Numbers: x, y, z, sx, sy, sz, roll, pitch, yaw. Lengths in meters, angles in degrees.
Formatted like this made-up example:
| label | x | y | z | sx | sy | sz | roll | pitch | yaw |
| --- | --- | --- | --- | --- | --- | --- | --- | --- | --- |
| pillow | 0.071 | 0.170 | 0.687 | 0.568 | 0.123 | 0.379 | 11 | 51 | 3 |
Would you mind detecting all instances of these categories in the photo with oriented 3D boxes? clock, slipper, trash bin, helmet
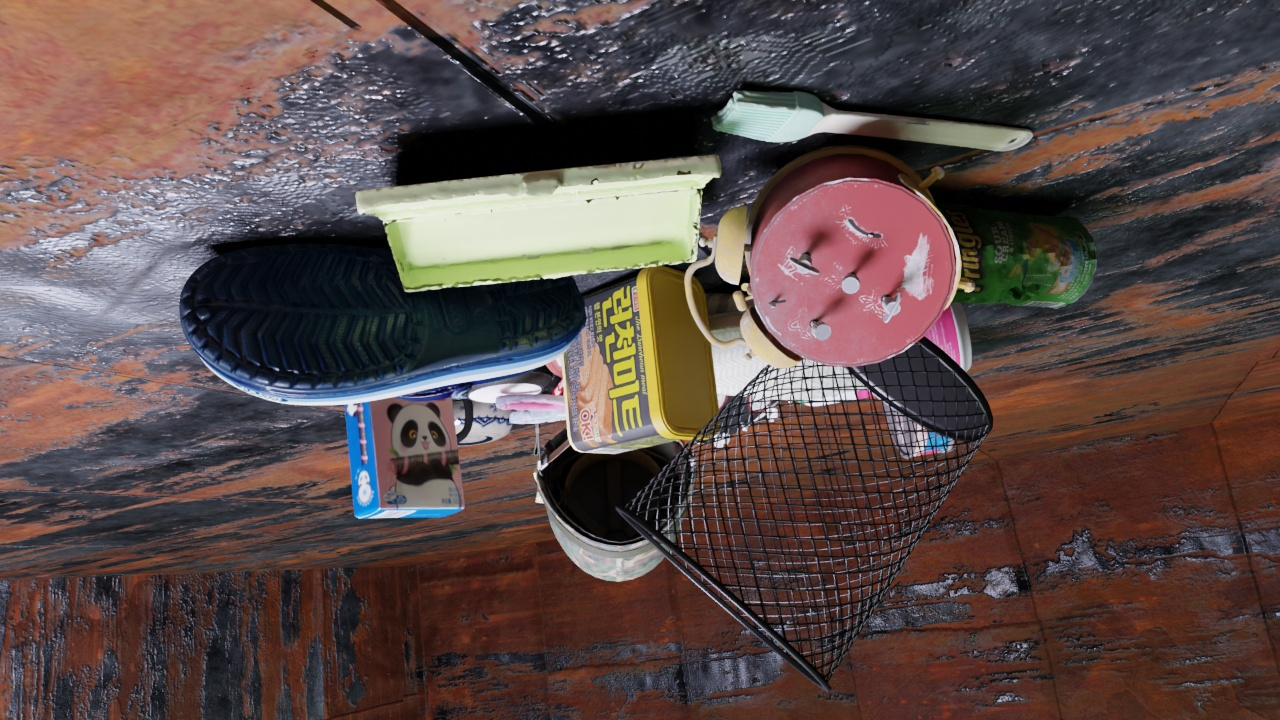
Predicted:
| label | x | y | z | sx | sy | sz | roll | pitch | yaw |
| --- | --- | --- | --- | --- | --- | --- | --- | --- | --- |
| clock | -0.125 | 0.014 | 0.857 | 0.091 | 0.043 | 0.122 | -12 | 165 | 16 |
| clock | 0.103 | 0.053 | 1.001 | 0.114 | 0.065 | 0.155 | -26 | 158 | -9 |
| slipper | 0.078 | -0.011 | 0.795 | 0.273 | 0.053 | 0.114 | -2 | 146 | 28 |
| clock | 0.103 | -0.051 | 0.530 | 0.159 | 0.117 | 0.081 | -18 | -158 | 15 |
| trash bin | 0.121 | 0.083 | 0.638 | 0.210 | 0.184 | 0.184 | -49 | 169 | -10 |
| helmet | -0.030 | 0.140 | 1.103 | 0.192 | 0.223 | 0.237 | -1 | 140 | -3 |
| slipper | -0.161 | -0.015 | 0.605 | 0.252 | 0.105 | 0.095 | -4 | 158 | -22 |

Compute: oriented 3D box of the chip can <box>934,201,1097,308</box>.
| label | x | y | z | sx | sy | sz | roll | pitch | yaw |
| --- | --- | --- | --- | --- | --- | --- | --- | --- | --- |
| chip can | 0.225 | -0.075 | 0.648 | 0.223 | 0.075 | 0.076 | -1 | 164 | -28 |

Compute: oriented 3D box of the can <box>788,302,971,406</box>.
| label | x | y | z | sx | sy | sz | roll | pitch | yaw |
| --- | --- | --- | --- | --- | --- | --- | --- | --- | --- |
| can | 0.214 | -0.011 | 0.851 | 0.166 | 0.088 | 0.088 | -11 | 165 | 10 |

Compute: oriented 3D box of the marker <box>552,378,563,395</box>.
| label | x | y | z | sx | sy | sz | roll | pitch | yaw |
| --- | --- | --- | --- | --- | --- | --- | --- | --- | --- |
| marker | -0.069 | 0.019 | 0.943 | 0.021 | 0.023 | 0.145 | 19 | 159 | -10 |

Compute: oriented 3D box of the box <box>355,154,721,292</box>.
| label | x | y | z | sx | sy | sz | roll | pitch | yaw |
| --- | --- | --- | --- | --- | --- | --- | --- | --- | --- |
| box | -0.054 | -0.085 | 0.523 | 0.188 | 0.048 | 0.141 | -7 | 169 | -3 |

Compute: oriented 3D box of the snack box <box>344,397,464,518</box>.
| label | x | y | z | sx | sy | sz | roll | pitch | yaw |
| --- | --- | --- | --- | --- | --- | --- | --- | --- | --- |
| snack box | -0.191 | 0.048 | 0.736 | 0.033 | 0.154 | 0.087 | -21 | 162 | 32 |

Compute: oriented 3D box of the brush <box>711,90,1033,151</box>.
| label | x | y | z | sx | sy | sz | roll | pitch | yaw |
| --- | --- | --- | --- | --- | --- | --- | --- | --- | --- |
| brush | 0.139 | -0.131 | 0.515 | 0.217 | 0.012 | 0.033 | -2 | 164 | -26 |

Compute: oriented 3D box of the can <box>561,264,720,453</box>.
| label | x | y | z | sx | sy | sz | roll | pitch | yaw |
| --- | --- | --- | --- | --- | --- | --- | --- | --- | --- |
| can | -0.004 | 0.004 | 0.718 | 0.101 | 0.130 | 0.072 | -16 | 163 | 39 |

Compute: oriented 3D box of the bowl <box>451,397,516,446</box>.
| label | x | y | z | sx | sy | sz | roll | pitch | yaw |
| --- | --- | --- | --- | --- | --- | --- | --- | --- | --- |
| bowl | -0.179 | 0.054 | 0.950 | 0.115 | 0.059 | 0.115 | -7 | 165 | -2 |

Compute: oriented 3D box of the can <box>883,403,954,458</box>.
| label | x | y | z | sx | sy | sz | roll | pitch | yaw |
| --- | --- | --- | --- | --- | --- | --- | --- | --- | --- |
| can | 0.303 | 0.041 | 1.010 | 0.044 | 0.130 | 0.130 | -8 | 165 | 2 |

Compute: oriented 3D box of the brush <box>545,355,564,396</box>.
| label | x | y | z | sx | sy | sz | roll | pitch | yaw |
| --- | --- | --- | --- | --- | --- | --- | --- | --- | --- |
| brush | -0.063 | 0.002 | 0.836 | 0.041 | 0.030 | 0.172 | -4 | 158 | 2 |

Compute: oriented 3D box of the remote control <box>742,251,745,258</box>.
| label | x | y | z | sx | sy | sz | roll | pitch | yaw |
| --- | --- | --- | --- | --- | --- | --- | --- | --- | --- |
| remote control | 0.131 | -0.084 | 0.680 | 0.149 | 0.013 | 0.035 | 0 | 163 | -28 |

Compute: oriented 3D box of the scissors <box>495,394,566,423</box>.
| label | x | y | z | sx | sy | sz | roll | pitch | yaw |
| --- | --- | --- | --- | --- | --- | --- | --- | --- | --- |
| scissors | -0.068 | 0.046 | 0.884 | 0.170 | 0.014 | 0.168 | 2 | 167 | -29 |

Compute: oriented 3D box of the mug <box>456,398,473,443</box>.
| label | x | y | z | sx | sy | sz | roll | pitch | yaw |
| --- | --- | --- | --- | --- | --- | --- | --- | --- | --- |
| mug | -0.215 | 0.051 | 0.864 | 0.113 | 0.088 | 0.078 | -3 | 165 | -18 |
